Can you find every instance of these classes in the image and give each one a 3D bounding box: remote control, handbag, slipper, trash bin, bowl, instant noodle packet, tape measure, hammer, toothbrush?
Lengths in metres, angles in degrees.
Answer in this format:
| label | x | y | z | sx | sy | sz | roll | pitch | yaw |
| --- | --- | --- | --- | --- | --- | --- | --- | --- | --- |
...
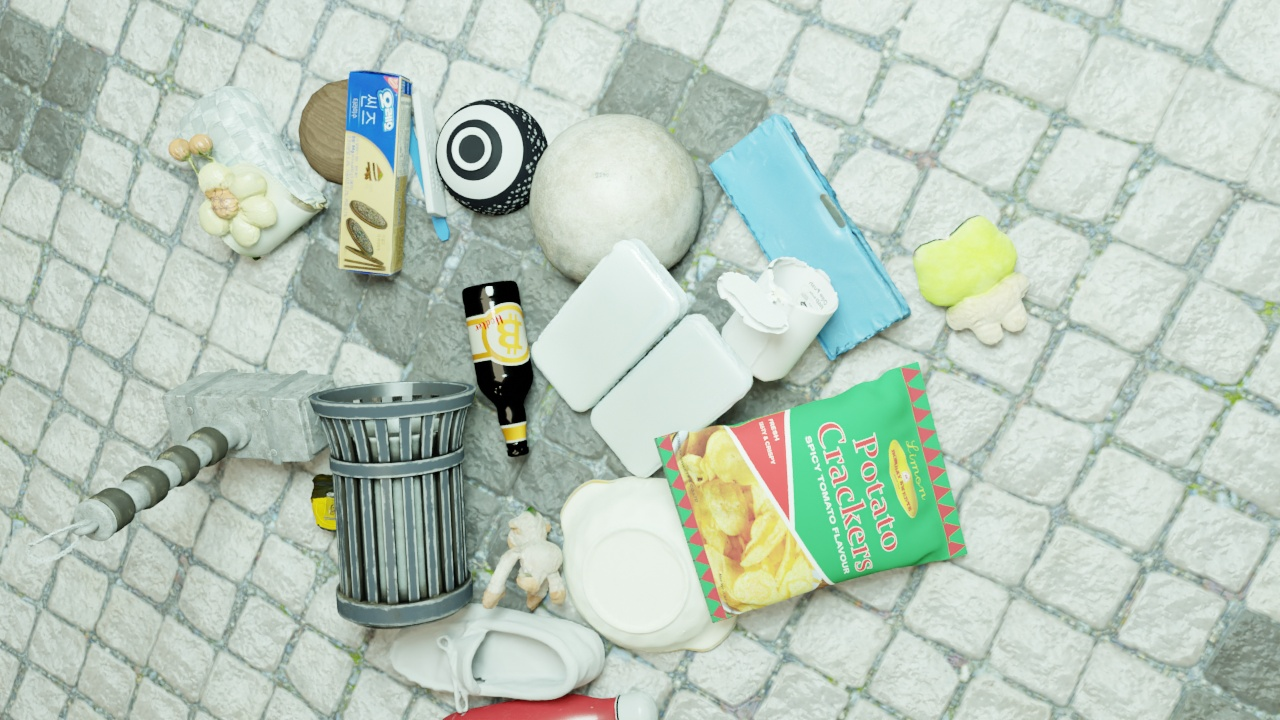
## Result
| label | x | y | z | sx | sy | sz | roll | pitch | yaw |
| --- | --- | --- | --- | --- | --- | --- | --- | --- | --- |
| remote control | -0.225 | -0.218 | 0.977 | 0.012 | 0.033 | 0.131 | -8 | 88 | 12 |
| handbag | -0.438 | -0.207 | 0.990 | 0.113 | 0.123 | 0.171 | -31 | 91 | 20 |
| slipper | -0.162 | 0.318 | 0.976 | 0.247 | 0.074 | 0.112 | -3 | 77 | 23 |
| trash bin | -0.248 | 0.144 | 0.947 | 0.164 | 0.164 | 0.227 | 0 | 97 | 14 |
| bowl | 0.001 | 0.215 | 0.937 | 0.219 | 0.060 | 0.188 | 41 | 102 | 9 |
| instant noodle packet | 0.162 | 0.129 | 0.866 | 0.253 | 0.090 | 0.195 | -17 | 101 | 5 |
| tape measure | -0.337 | 0.161 | 1.030 | 0.066 | 0.037 | 0.064 | 1 | 93 | 14 |
| hammer | -0.452 | 0.101 | 0.911 | 0.177 | 0.325 | 0.079 | 1 | 111 | 14 |
| bowl | -0.028 | -0.166 | 0.894 | 0.178 | 0.081 | 0.178 | -1 | 83 | 5 |
| toothbrush | -0.239 | -0.210 | 0.995 | 0.016 | 0.014 | 0.166 | -19 | 89 | 14 |
| bowl | -0.329 | -0.253 | 1.007 | 0.118 | 0.030 | 0.118 | 1 | 93 | 14 |
| bowl | -0.161 | -0.213 | 0.948 | 0.120 | 0.066 | 0.120 | 1 | 93 | 14 |

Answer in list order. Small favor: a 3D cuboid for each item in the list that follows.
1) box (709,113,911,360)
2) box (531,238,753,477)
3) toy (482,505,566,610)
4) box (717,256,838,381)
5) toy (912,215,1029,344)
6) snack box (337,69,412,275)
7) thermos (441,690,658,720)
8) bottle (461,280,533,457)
| label | x | y | z | sx | sy | sz | roll | pitch | yaw |
| --- | --- | --- | --- | --- | --- | --- | --- | --- | --- |
| box | 0.160 | -0.119 | 0.880 | 0.093 | 0.052 | 0.231 | -32 | 85 | 15 |
| box | -0.006 | 0.006 | 0.897 | 0.189 | 0.037 | 0.209 | 54 | 134 | 7 |
| toy | -0.122 | 0.205 | 0.961 | 0.074 | 0.085 | 0.105 | -21 | 65 | 43 |
| box | 0.104 | -0.030 | 0.832 | 0.080 | 0.150 | 0.106 | 52 | 132 | 23 |
| toy | 0.310 | -0.071 | 0.849 | 0.092 | 0.046 | 0.115 | -31 | 92 | 15 |
| snack box | -0.280 | -0.197 | 0.968 | 0.057 | 0.056 | 0.207 | 5 | 101 | -3 |
| thermos | -0.096 | 0.389 | 0.964 | 0.240 | 0.073 | 0.073 | -16 | 89 | 14 |
| bottle | -0.143 | 0.010 | 0.961 | 0.059 | 0.059 | 0.181 | -10 | 91 | 14 |
